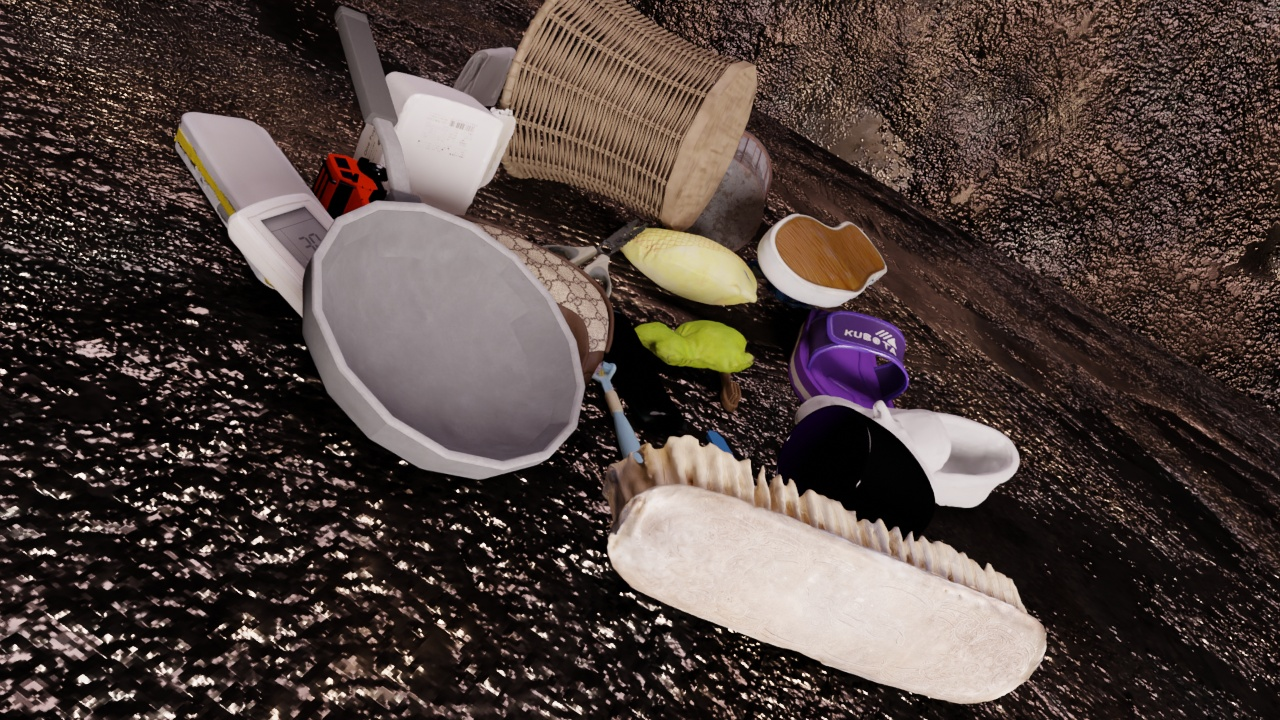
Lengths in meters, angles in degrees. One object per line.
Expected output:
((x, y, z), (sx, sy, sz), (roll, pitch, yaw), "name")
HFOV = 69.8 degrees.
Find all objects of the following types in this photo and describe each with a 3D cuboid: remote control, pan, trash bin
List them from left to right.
((-0.183, -0.043, 0.554), (0.138, 0.026, 0.060), (47, 34, 2), "remote control")
((-0.144, -0.085, 0.567), (0.178, 0.041, 0.357), (6, 54, -47), "pan")
((-0.004, 0.004, 0.718), (0.041, 0.020, 0.151), (14, 28, -30), "remote control")
((0.100, -0.220, 1.169), (0.131, 0.131, 0.210), (28, 24, -3), "trash bin")

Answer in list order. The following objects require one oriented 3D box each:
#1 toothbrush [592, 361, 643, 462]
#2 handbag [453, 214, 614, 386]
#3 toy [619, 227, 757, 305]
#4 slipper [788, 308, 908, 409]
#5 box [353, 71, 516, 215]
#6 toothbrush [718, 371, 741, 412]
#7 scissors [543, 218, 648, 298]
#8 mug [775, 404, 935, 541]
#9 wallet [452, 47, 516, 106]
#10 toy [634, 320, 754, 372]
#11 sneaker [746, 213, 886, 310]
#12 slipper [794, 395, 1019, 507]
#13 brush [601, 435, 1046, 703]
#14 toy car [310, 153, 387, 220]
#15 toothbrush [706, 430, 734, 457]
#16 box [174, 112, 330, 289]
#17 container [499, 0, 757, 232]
((-0.012, 0.044, 0.630), (0.022, 0.016, 0.155), (-11, 33, -9), "toothbrush")
((-0.102, -0.034, 0.638), (0.166, 0.063, 0.138), (26, 33, -13), "handbag")
((0.057, -0.097, 0.952), (0.170, 0.065, 0.155), (10, 15, -48), "toy")
((0.219, -0.013, 0.933), (0.107, 0.084, 0.266), (28, 23, -2), "slipper")
((-0.161, -0.181, 0.809), (0.083, 0.111, 0.190), (40, 23, 21), "box")
((0.075, 0.001, 0.824), (0.016, 0.016, 0.166), (25, 22, -12), "toothbrush")
((-0.046, -0.104, 0.845), (0.131, 0.013, 0.169), (16, 43, -13), "scissors")
((0.158, 0.103, 0.645), (0.100, 0.085, 0.118), (30, 50, -31), "mug")
((-0.201, -0.365, 1.174), (0.032, 0.086, 0.116), (35, 19, 0), "wallet")
((0.046, -0.013, 0.784), (0.093, 0.036, 0.094), (-11, 33, -39), "toy")
((0.172, -0.091, 1.007), (0.120, 0.127, 0.293), (57, 26, 10), "sneaker")
((0.228, 0.075, 0.769), (0.246, 0.075, 0.112), (14, 32, -33), "slipper")
((0.104, 0.124, 0.514), (0.271, 0.083, 0.056), (23, 25, -14), "brush")
((-0.213, -0.116, 0.683), (0.048, 0.051, 0.100), (15, 26, -37), "toy car")
((0.072, 0.097, 0.631), (0.016, 0.014, 0.166), (19, 21, -23), "toothbrush")
((-0.266, -0.113, 0.644), (0.064, 0.033, 0.209), (-1, 37, -45), "box")
((-0.007, -0.260, 0.969), (0.196, 0.227, 0.226), (28, 22, 11), "container")
